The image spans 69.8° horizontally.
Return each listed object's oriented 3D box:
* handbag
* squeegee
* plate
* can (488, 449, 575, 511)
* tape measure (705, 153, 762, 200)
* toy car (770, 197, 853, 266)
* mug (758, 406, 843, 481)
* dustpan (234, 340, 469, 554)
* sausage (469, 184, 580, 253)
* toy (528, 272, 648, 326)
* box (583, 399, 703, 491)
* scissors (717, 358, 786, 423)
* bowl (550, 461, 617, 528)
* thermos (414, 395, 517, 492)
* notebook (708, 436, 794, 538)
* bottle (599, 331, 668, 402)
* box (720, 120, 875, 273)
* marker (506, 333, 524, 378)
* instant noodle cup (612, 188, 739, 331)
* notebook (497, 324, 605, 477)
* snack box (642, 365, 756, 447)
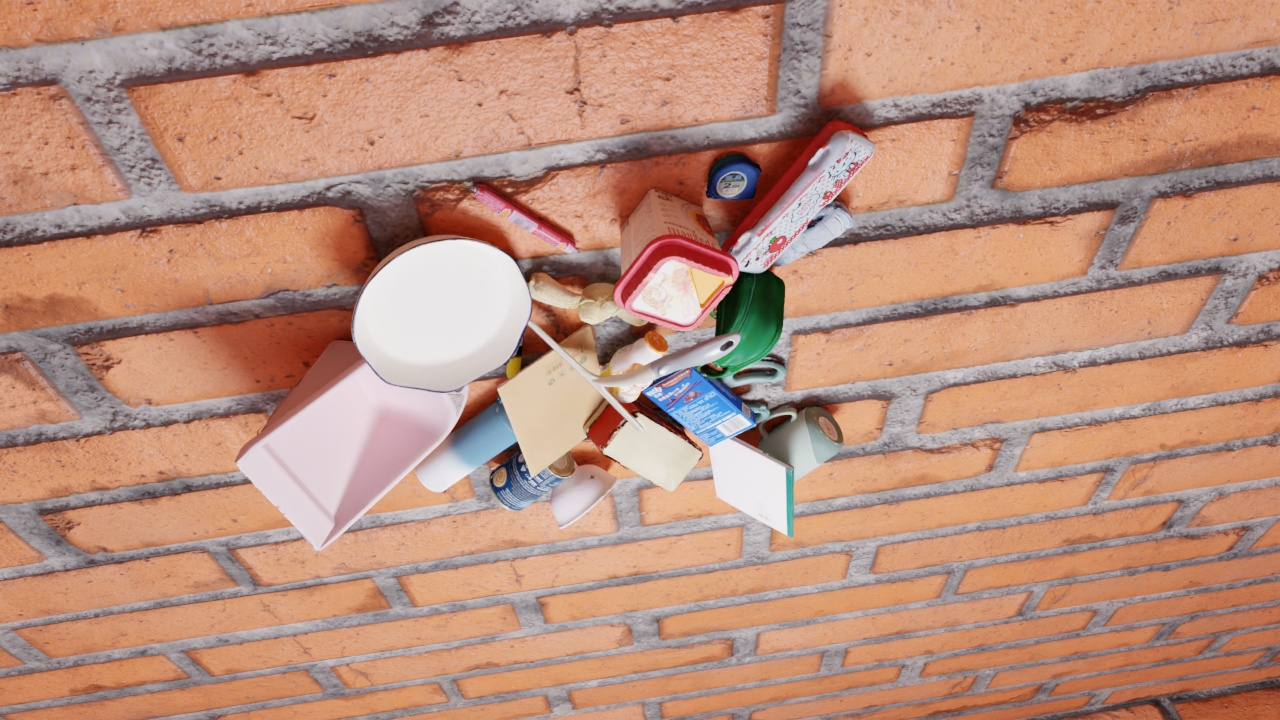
[{"bbox_3d":[0.117,-0.051,1.117,0.068,0.131,0.120,27,136,-19],"label":"handbag"},{"bbox_3d":[0.013,0.008,1.099,0.247,0.039,0.246,-14,133,37],"label":"squeegee"},{"bbox_3d":[-0.229,-0.056,1.058,0.204,0.045,0.205,-16,130,-20],"label":"plate"},{"bbox_3d":[-0.160,0.166,1.359,0.111,0.075,0.075,-36,134,28],"label":"can"},{"bbox_3d":[0.102,-0.202,1.013,0.058,0.025,0.055,-5,139,-12],"label":"tape measure"},{"bbox_3d":[0.193,-0.149,1.088,0.121,0.036,0.054,-28,138,25],"label":"toy car"},{"bbox_3d":[0.236,0.116,1.387,0.112,0.082,0.107,45,122,-9],"label":"mug"},{"bbox_3d":[-0.331,0.087,1.134,0.139,0.272,0.223,8,147,18],"label":"dustpan"},{"bbox_3d":[-0.127,-0.156,1.025,0.155,0.020,0.020,29,127,-37],"label":"sausage"},{"bbox_3d":[-0.058,-0.077,1.110,0.157,0.066,0.105,10,169,-16],"label":"toy"},{"bbox_3d":[0.009,0.123,1.318,0.168,0.079,0.091,34,97,-40],"label":"box"},{"bbox_3d":[0.136,0.037,1.312,0.173,0.019,0.178,19,134,-27],"label":"scissors"},{"bbox_3d":[-0.100,0.194,1.403,0.119,0.118,0.065,-38,95,30],"label":"bowl"},{"bbox_3d":[-0.224,0.108,1.288,0.221,0.070,0.070,-35,135,26],"label":"thermos"},{"bbox_3d":[0.173,0.192,1.431,0.150,0.012,0.209,26,150,27],"label":"notebook"},{"bbox_3d":[-0.007,0.007,1.210,0.063,0.063,0.109,18,133,-29],"label":"bottle"},{"bbox_3d":[0.171,-0.173,1.011,0.087,0.048,0.202,-6,144,-52],"label":"box"},{"bbox_3d":[-0.161,-0.021,1.185,0.018,0.015,0.124,0,136,-14],"label":"marker"},{"bbox_3d":[0.033,-0.116,1.024,0.116,0.124,0.117,16,134,-29],"label":"instant noodle cup"},{"bbox_3d":[-0.110,0.058,1.234,0.147,0.008,0.208,-36,145,-19],"label":"notebook"},{"bbox_3d":[0.084,0.060,1.298,0.085,0.026,0.157,-30,127,29],"label":"snack box"}]
